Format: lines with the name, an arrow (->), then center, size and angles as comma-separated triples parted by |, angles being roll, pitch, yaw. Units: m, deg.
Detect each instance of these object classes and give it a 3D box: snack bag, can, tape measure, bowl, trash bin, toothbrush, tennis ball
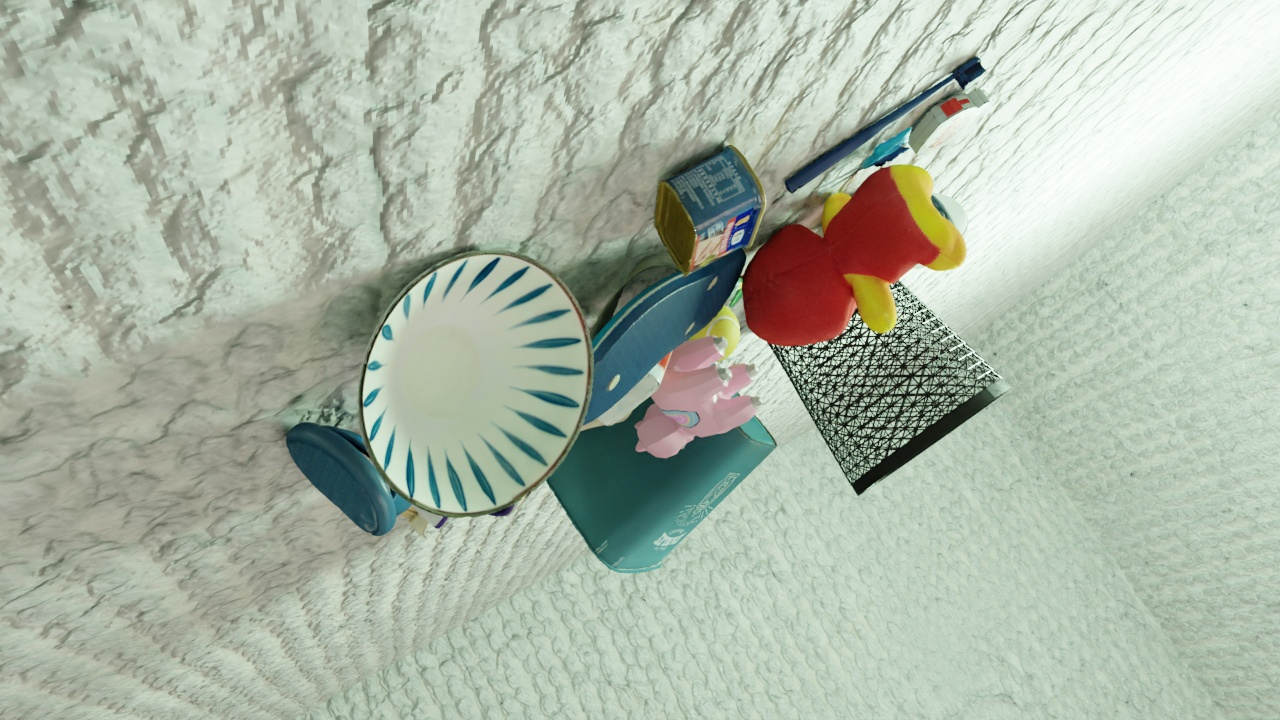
snack bag -> -0.005, 0.005, 0.881 | 0.077, 0.036, 0.115 | -40, -165, 30
can -> 0.048, -0.106, 0.670 | 0.059, 0.054, 0.100 | -28, 166, -9
tape measure -> 0.277, -0.218, 0.835 | 0.062, 0.020, 0.060 | -23, 164, -28
bowl -> -0.121, 0.011, 0.620 | 0.176, 0.177, 0.071 | -21, -156, -37
trash bin -> 0.024, 0.110, 1.108 | 0.219, 0.199, 0.196 | -41, 158, 12
toothbrush -> 0.205, -0.195, 0.769 | 0.190, 0.017, 0.016 | -32, 166, 4
tennis ball -> 0.072, -0.029, 0.964 | 0.065, 0.065, 0.065 | -29, 166, -8
trash bin -> 0.279, 0.002, 1.118 | 0.216, 0.243, 0.217 | -32, 165, -10

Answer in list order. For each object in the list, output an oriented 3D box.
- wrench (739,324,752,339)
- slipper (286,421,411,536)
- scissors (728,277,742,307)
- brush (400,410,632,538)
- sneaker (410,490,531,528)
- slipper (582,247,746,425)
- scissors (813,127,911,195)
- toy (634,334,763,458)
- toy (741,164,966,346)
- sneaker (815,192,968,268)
wrench -> 0.045, 0.021, 1.204 | 0.273, 0.009, 0.047 | -33, 166, 6
slipper -> -0.222, 0.089, 0.718 | 0.059, 0.104, 0.214 | -49, -179, -21
scissors -> 0.114, -0.084, 0.975 | 0.127, 0.011, 0.126 | -22, 162, -28
brush -> -0.129, 0.097, 0.947 | 0.272, 0.077, 0.062 | -25, -160, -14
sneaker -> -0.120, 0.082, 0.848 | 0.243, 0.111, 0.092 | -17, 160, -46
slipper -> 0.008, -0.042, 0.781 | 0.293, 0.060, 0.118 | -36, 160, -53
scissors -> 0.202, -0.173, 0.809 | 0.132, 0.014, 0.128 | -30, 178, -36
toy -> 0.045, 0.044, 0.947 | 0.158, 0.067, 0.123 | -28, 136, 29
toy -> 0.183, -0.091, 0.857 | 0.217, 0.147, 0.098 | -32, 137, 25
sneaker -> 0.288, -0.149, 0.980 | 0.234, 0.087, 0.079 | -16, 155, -38
